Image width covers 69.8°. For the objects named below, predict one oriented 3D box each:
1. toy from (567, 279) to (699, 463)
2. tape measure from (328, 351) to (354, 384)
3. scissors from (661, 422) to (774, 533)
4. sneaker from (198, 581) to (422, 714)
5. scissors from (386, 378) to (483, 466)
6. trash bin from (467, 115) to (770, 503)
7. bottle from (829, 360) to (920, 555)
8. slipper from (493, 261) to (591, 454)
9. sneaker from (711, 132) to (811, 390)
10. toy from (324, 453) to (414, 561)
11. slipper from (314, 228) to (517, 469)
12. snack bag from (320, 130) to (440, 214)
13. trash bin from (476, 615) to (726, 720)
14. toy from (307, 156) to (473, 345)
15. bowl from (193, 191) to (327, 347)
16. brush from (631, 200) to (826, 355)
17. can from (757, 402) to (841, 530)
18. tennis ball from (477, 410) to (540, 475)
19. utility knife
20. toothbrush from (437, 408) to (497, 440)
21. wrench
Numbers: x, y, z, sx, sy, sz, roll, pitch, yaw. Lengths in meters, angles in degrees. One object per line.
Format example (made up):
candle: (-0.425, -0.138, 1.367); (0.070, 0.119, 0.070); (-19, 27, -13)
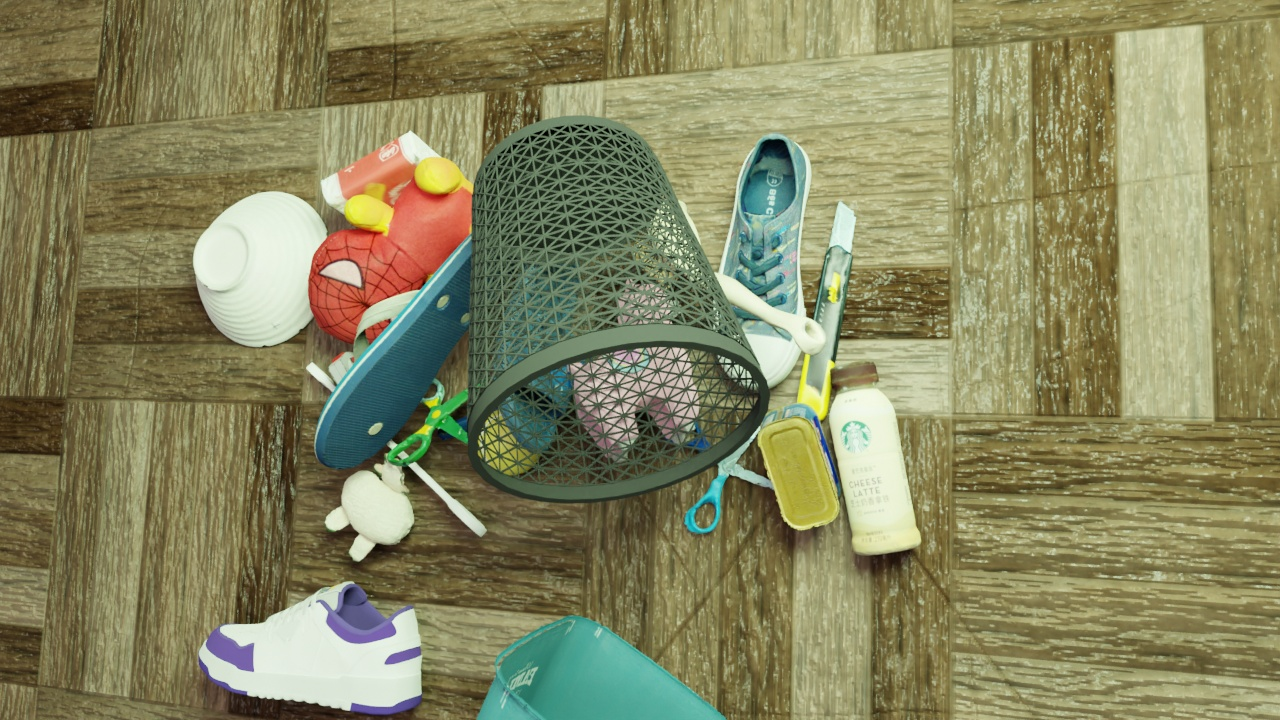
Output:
toy: (-0.005, 0.005, 0.838); (0.123, 0.067, 0.157); (-14, 72, -16)
tape measure: (-0.290, 0.021, 0.943); (0.020, 0.062, 0.060); (-34, 79, 11)
scissors: (0.071, 0.095, 0.847); (0.133, 0.014, 0.127); (43, 96, 17)
sneaker: (-0.328, 0.273, 0.914); (0.244, 0.091, 0.111); (5, 84, 14)
scissors: (-0.203, 0.055, 0.910); (0.125, 0.011, 0.131); (-39, 46, -8)
trash bin: (-0.038, -0.047, 0.719); (0.217, 0.217, 0.242); (-23, 56, 13)
bottle: (0.196, 0.082, 0.787); (0.057, 0.056, 0.162); (-12, 80, 16)
slipper: (-0.086, -0.021, 0.849); (0.059, 0.103, 0.213); (-3, 68, 27)
sneaker: (0.106, -0.092, 0.822); (0.087, 0.079, 0.235); (5, 85, 17)
toy: (-0.266, 0.146, 0.927); (0.087, 0.050, 0.112); (37, 91, 19)
slipper: (-0.218, -0.025, 0.857); (0.060, 0.118, 0.295); (40, 93, 17)
snack bag: (-0.260, -0.183, 0.947); (0.116, 0.077, 0.036); (-25, 65, 13)
trash bin: (-0.064, 0.374, 0.773); (0.199, 0.196, 0.219); (33, 100, 19)
toy: (-0.240, -0.102, 0.920); (0.216, 0.098, 0.147); (-37, 108, 11)
bowl: (-0.430, -0.106, 0.996); (0.177, 0.071, 0.177); (-2, 84, 18)
brush: (0.069, -0.066, 0.774); (0.272, 0.062, 0.077); (46, 130, 52)
can: (0.137, 0.090, 0.792); (0.054, 0.059, 0.100); (-18, 92, 14)
tennis ball: (-0.125, 0.078, 0.882); (0.065, 0.065, 0.065); (-2, 83, 17)
utility knife: (0.170, -0.045, 0.830); (0.029, 0.020, 0.203); (9, 86, 16)
toothbrush: (-0.119, 0.041, 0.910); (0.190, 0.017, 0.016); (-22, 73, 14)
wrench: (-0.252, 0.087, 0.934); (0.273, 0.047, 0.009); (39, 77, 19)
